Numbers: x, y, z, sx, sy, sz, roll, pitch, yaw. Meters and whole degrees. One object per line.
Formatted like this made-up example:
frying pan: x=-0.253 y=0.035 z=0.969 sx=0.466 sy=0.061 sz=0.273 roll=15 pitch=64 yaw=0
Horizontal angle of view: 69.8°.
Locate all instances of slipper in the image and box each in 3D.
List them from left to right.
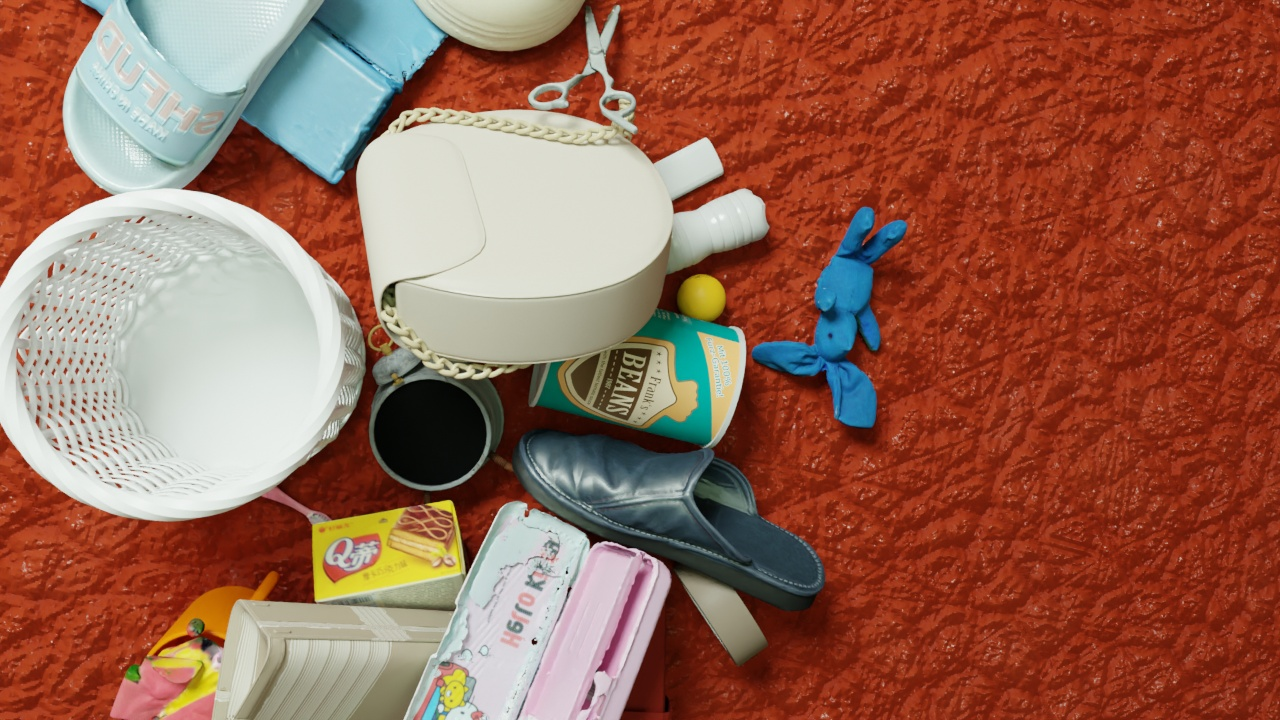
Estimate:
slipper: x=-0.301 y=-0.215 z=0.613 sx=0.246 sy=0.074 sz=0.104 roll=-44 pitch=101 yaw=10
slipper: x=0.035 y=0.098 z=0.708 sx=0.265 sy=0.108 sz=0.084 roll=25 pitch=115 yaw=-5

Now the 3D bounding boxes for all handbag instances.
handbag: x=-0.215 y=0.270 z=0.631 sx=0.175 sy=0.062 sz=0.198 roll=19 pitch=92 yaw=-45
handbag: x=-0.084 y=-0.097 z=0.636 sx=0.208 sy=0.210 sz=0.104 roll=-9 pitch=138 yaw=-16

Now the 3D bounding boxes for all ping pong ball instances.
ping pong ball: x=0.050 y=-0.050 z=0.749 sx=0.040 sy=0.040 sz=0.040 roll=-1 pitch=95 yaw=-10

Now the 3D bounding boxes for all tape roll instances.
tape roll: x=0.064 y=0.199 z=0.745 sx=0.030 sy=0.094 sz=0.094 roll=-33 pitch=100 yaw=-6

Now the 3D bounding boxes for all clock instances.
clock: x=-0.166 y=0.038 z=0.709 sx=0.104 sy=0.056 sz=0.148 roll=-28 pitch=104 yaw=2

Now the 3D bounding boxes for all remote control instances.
remote control: x=0.006 y=-0.139 z=0.747 sx=0.131 sy=0.012 sz=0.033 roll=-28 pitch=99 yaw=-7

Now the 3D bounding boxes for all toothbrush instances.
toothbrush: x=-0.296 y=0.095 z=0.710 sx=0.135 sy=0.016 sz=0.021 roll=36 pitch=82 yaw=-12

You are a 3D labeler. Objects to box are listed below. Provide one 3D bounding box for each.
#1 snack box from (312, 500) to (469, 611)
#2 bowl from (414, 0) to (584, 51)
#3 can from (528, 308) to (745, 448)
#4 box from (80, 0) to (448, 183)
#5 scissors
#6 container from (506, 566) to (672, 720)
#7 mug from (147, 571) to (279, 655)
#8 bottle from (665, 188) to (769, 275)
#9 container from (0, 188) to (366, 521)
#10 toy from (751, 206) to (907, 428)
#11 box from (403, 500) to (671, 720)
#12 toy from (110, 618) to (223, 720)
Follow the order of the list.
snack box: x=-0.185 y=0.157 z=0.694 sx=0.105 sy=0.084 sz=0.061 roll=-8 pitch=59 yaw=-10
bowl: x=-0.101 y=-0.314 z=0.672 sx=0.150 sy=0.075 sz=0.150 roll=0 pitch=89 yaw=-14
can: x=-0.004 y=0.004 z=0.713 sx=0.144 sy=0.099 sz=0.099 roll=14 pitch=92 yaw=-11
box: x=-0.271 y=-0.265 z=0.666 sx=0.231 sy=0.060 sz=0.175 roll=36 pitch=86 yaw=-10
scissors: x=-0.023 y=-0.218 z=0.678 sx=0.131 sy=0.014 sz=0.152 roll=24 pitch=56 yaw=23
container: x=-0.051 y=0.258 z=0.713 sx=0.148 sy=0.127 sz=0.200 roll=8 pitch=83 yaw=-11
mug: x=-0.303 y=0.204 z=0.677 sx=0.077 sy=0.096 sz=0.112 roll=34 pitch=88 yaw=-11
bottle: x=0.035 y=-0.097 z=0.740 sx=0.136 sy=0.044 sz=0.044 roll=-22 pitch=98 yaw=-8
container: x=-0.286 y=-0.002 z=0.609 sx=0.189 sy=0.187 sz=0.189 roll=0 pitch=90 yaw=-12
toy: x=0.161 y=-0.040 z=0.758 sx=0.112 sy=0.071 sz=0.176 roll=13 pitch=102 yaw=-9
box: x=-0.075 y=0.207 z=0.618 sx=0.101 sy=0.111 sz=0.201 roll=34 pitch=72 yaw=-35
toy: x=-0.303 y=0.226 z=0.608 sx=0.084 sy=0.046 sz=0.103 roll=28 pitch=91 yaw=-33
